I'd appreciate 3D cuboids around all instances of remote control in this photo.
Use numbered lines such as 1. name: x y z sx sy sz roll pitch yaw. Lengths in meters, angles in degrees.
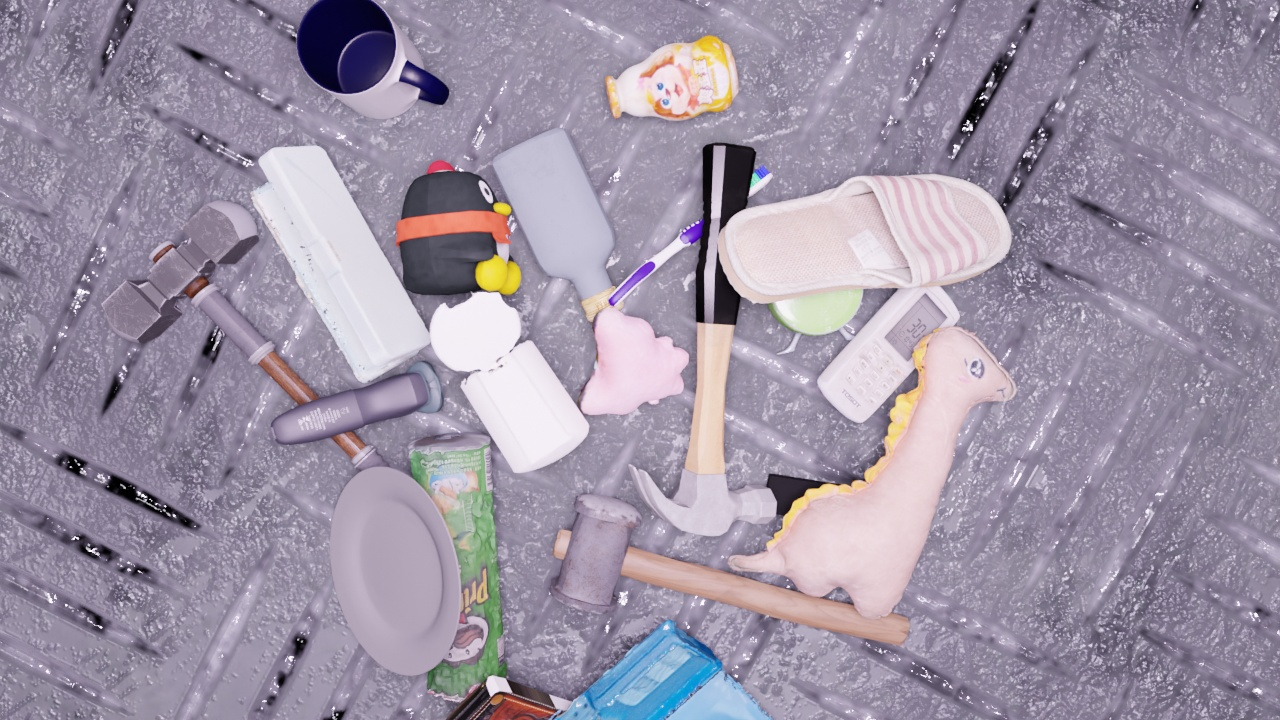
1. remote control: 0.217 -0.011 0.804 0.060 0.025 0.138 41 93 -27
2. remote control: 0.187 0.131 0.828 0.150 0.013 0.034 9 95 -2

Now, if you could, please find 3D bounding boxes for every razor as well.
1. razor: -0.239 0.040 0.780 0.142 0.052 0.047 -18 90 -31

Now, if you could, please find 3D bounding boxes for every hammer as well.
1. hammer: 0.063 -0.016 0.778 0.131 0.039 0.328 2 95 -26
2. hammer: 0.082 0.205 0.821 0.328 0.052 0.098 16 94 -5
3. hammer: -0.306 0.022 0.809 0.156 0.043 0.322 -43 96 3

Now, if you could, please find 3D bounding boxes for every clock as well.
1. clock: 0.150 -0.070 0.800 0.094 0.042 0.119 -13 93 0

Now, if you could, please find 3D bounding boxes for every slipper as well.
1. slipper: 0.193 -0.103 0.753 0.262 0.052 0.115 -10 70 -16

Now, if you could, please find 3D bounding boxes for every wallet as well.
1. wallet: -0.109 0.318 0.800 0.072 0.019 0.123 -47 132 4

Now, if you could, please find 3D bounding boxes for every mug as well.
1. mug: -0.213 -0.242 0.759 0.112 0.097 0.078 23 93 -2

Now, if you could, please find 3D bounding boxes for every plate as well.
1. plate: -0.209 0.178 0.784 0.179 0.012 0.178 4 97 38

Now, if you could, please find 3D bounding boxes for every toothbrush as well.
1. toothbrush: 0.043 -0.108 0.794 0.186 0.015 0.016 -39 91 -10

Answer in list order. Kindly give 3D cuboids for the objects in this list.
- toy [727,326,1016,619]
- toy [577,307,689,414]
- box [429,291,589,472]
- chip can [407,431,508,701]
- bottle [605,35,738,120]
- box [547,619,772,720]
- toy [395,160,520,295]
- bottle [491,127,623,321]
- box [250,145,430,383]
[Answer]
1. toy: 0.202 0.088 0.784 0.196 0.065 0.264 17 95 -9
2. toy: -0.005 0.005 0.798 0.093 0.050 0.103 2 118 -16
3. box: -0.110 0.017 0.769 0.084 0.118 0.160 -33 91 -1
4. chip can: -0.158 0.175 0.801 0.075 0.075 0.223 -4 94 0
5. bottle: 0.026 -0.234 0.778 0.108 0.063 0.063 -13 94 1
6. box: -0.011 0.351 0.825 0.232 0.066 0.173 -42 112 2
7. toy: -0.157 -0.113 0.771 0.100 0.097 0.119 -5 91 4
8. bottle: -0.063 -0.112 0.793 0.072 0.046 0.161 -25 97 1
9. box: -0.269 -0.077 0.793 0.096 0.085 0.199 -27 92 29
